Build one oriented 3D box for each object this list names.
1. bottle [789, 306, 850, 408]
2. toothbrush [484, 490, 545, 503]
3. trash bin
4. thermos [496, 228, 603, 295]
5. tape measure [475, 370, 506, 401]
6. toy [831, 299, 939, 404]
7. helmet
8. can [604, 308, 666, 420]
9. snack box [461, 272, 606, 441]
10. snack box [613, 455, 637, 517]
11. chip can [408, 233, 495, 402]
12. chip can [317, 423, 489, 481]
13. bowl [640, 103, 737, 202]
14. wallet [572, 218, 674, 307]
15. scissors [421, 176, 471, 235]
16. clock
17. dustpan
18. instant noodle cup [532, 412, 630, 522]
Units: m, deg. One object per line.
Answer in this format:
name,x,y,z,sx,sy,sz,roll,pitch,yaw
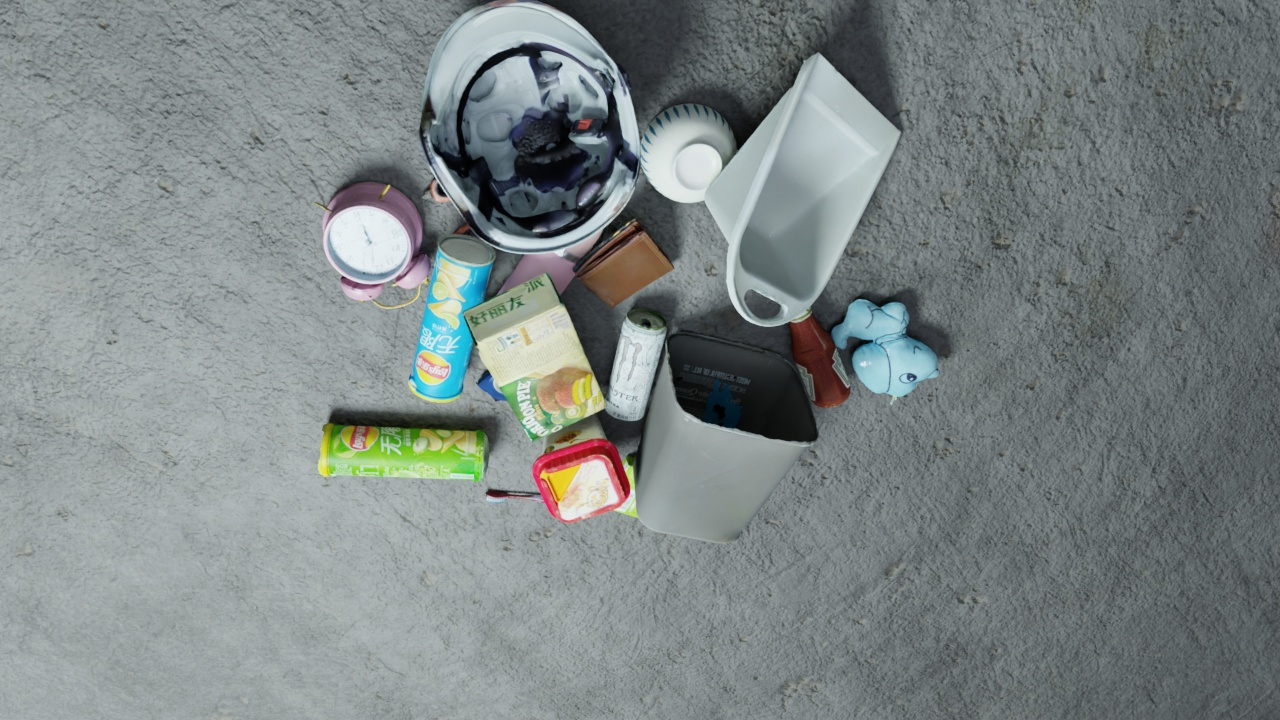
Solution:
bottle,0.230,-0.027,1.242,0.060,0.059,0.206,-24,120,6
toothbrush,-0.136,0.209,1.355,0.187,0.016,0.017,7,127,-12
trash bin,0.097,0.111,1.238,0.199,0.198,0.220,13,125,-13
thermos,-0.122,-0.101,1.125,0.067,0.087,0.199,36,115,-8
tape measure,-0.183,0.028,1.235,0.058,0.025,0.054,-36,121,18
toy,0.341,-0.011,1.272,0.161,0.049,0.156,3,120,-1
helmet,-0.114,-0.248,1.007,0.229,0.146,0.258,-25,95,3
can,-0.007,0.007,1.228,0.058,0.058,0.147,7,119,-12
snack box,-0.126,0.003,1.146,0.114,0.063,0.240,-25,146,-4
snack box,0.031,0.202,1.368,0.156,0.026,0.086,20,116,-18
chip can,-0.237,-0.050,1.144,0.071,0.071,0.211,11,123,-14
chip can,-0.317,0.126,1.247,0.221,0.072,0.073,4,120,-10
bowl,0.061,-0.239,1.087,0.116,0.066,0.117,-4,121,-6
wallet,-0.020,-0.115,1.139,0.101,0.032,0.124,-35,156,8
scissors,-0.151,-0.187,1.119,0.197,0.015,0.214,35,109,-24
clock,-0.316,-0.132,1.101,0.117,0.059,0.159,-15,123,2
dustpan,0.194,-0.173,1.067,0.258,0.142,0.222,-42,145,23
instant noodle cup,-0.083,0.139,1.257,0.116,0.124,0.116,-18,120,2
